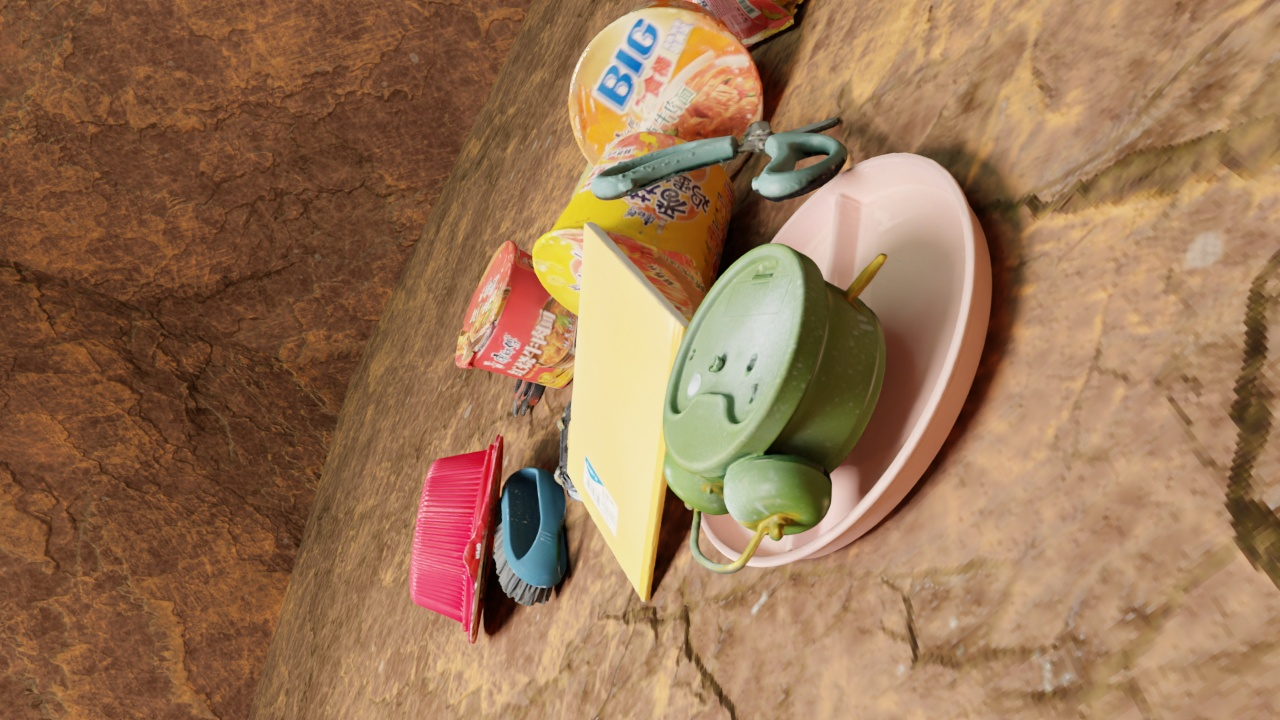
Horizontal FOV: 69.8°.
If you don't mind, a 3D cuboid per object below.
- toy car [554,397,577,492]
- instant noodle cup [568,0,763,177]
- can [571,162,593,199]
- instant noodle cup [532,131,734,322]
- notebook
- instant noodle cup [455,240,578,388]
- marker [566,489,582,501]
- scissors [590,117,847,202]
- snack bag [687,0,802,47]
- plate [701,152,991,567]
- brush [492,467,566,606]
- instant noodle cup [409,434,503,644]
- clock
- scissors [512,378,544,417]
[{"bbox_3d":[-0.046,0.062,0.751,0.049,0.031,0.105,-50,25,29],"label":"toy car"},{"bbox_3d":[0.023,-0.222,0.749,0.152,0.151,0.111,-55,15,30],"label":"instant noodle cup"},{"bbox_3d":[-0.012,-0.158,0.856,0.102,0.057,0.083,-59,40,25],"label":"can"},{"bbox_3d":[0.004,-0.093,0.684,0.138,0.138,0.109,-29,34,60],"label":"instant noodle cup"},{"bbox_3d":[-0.015,0.033,0.596,0.146,0.010,0.207,-129,38,-50],"label":"notebook"},{"bbox_3d":[-0.112,-0.040,0.938,0.138,0.108,0.137,-51,26,37],"label":"instant noodle cup"},{"bbox_3d":[-0.028,0.105,0.710,0.146,0.017,0.017,-10,59,66],"label":"marker"},{"bbox_3d":[0.052,-0.121,0.571,0.169,0.174,0.019,-104,-1,-66],"label":"scissors"},{"bbox_3d":[0.075,-0.333,0.808,0.208,0.073,0.128,-156,50,-68],"label":"snack bag"},{"bbox_3d":[0.097,0.000,0.487,0.230,0.028,0.229,-52,24,35],"label":"plate"},{"bbox_3d":[-0.089,0.136,0.772,0.074,0.055,0.143,-61,21,21],"label":"brush"},{"bbox_3d":[-0.171,0.161,0.854,0.194,0.066,0.194,-174,92,-84],"label":"instant noodle cup"},{"bbox_3d":[0.058,0.023,0.440,0.116,0.056,0.161,2,70,69],"label":"clock"},{"bbox_3d":[-0.115,-0.036,1.075,0.183,0.015,0.209,-59,21,23],"label":"scissors"}]
